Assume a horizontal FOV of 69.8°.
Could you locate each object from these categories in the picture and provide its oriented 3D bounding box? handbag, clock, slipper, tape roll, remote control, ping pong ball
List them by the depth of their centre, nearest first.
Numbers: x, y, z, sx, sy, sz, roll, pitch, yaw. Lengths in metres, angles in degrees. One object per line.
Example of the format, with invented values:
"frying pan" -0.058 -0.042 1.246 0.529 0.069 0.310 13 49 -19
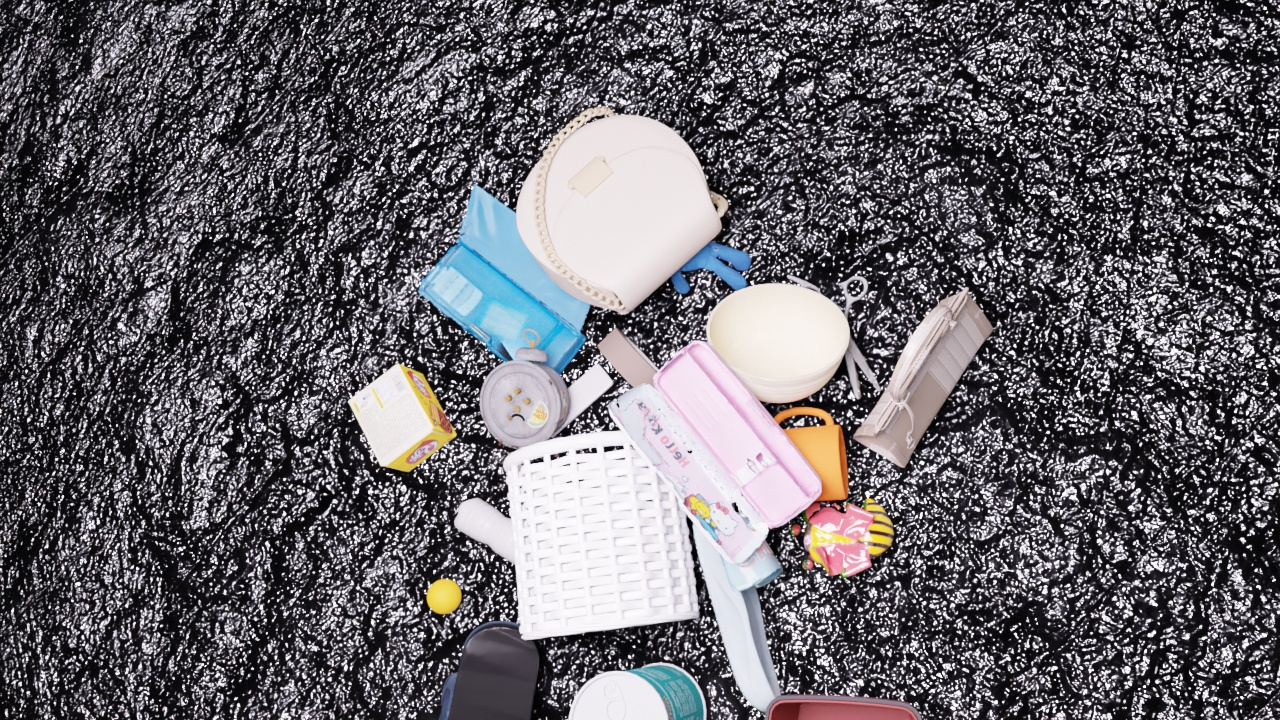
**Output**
"handbag" 0.273 0.003 0.897 0.062 0.198 0.175 32 88 23
"slipper" 0.114 0.233 0.948 0.074 0.104 0.245 -17 77 12
"slipper" -0.173 0.402 1.017 0.109 0.083 0.266 13 98 -8
"handbag" -0.027 -0.168 1.047 0.210 0.103 0.208 -42 64 -4
"tape roll" -0.006 0.006 1.049 0.030 0.093 0.093 -44 67 3
"clock" -0.133 0.036 1.073 0.104 0.056 0.148 8 98 20
"ping pong ball" -0.232 0.279 1.083 0.040 0.040 0.040 -5 74 18
"remote control" -0.089 0.058 1.107 0.131 0.012 0.033 -41 69 5

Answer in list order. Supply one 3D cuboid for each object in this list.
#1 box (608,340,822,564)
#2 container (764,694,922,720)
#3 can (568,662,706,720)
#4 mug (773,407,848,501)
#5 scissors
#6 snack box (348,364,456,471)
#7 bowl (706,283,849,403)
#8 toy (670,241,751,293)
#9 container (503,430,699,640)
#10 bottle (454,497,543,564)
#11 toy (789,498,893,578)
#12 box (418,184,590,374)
"box" 0.074 0.088 0.903 0.111 0.101 0.201 -42 82 22
"container" 0.185 0.370 0.829 0.148 0.201 0.127 -3 75 18
"can" 0.001 0.361 0.925 0.099 0.144 0.099 -5 74 18
"mug" 0.168 0.097 0.981 0.096 0.078 0.112 -6 51 17
"scissors" 0.215 -0.032 1.027 0.131 0.014 0.153 8 76 20
"snack box" -0.297 0.073 1.148 0.084 0.061 0.105 -37 67 6
"bowl" 0.147 -0.007 0.997 0.151 0.075 0.150 -2 44 2
"toy" 0.040 -0.116 1.082 0.176 0.071 0.112 10 68 21
"container" -0.041 0.186 0.963 0.189 0.189 0.186 -12 73 15
"bottle" -0.155 0.207 1.073 0.136 0.044 0.044 25 85 23
"toy" 0.212 0.184 0.956 0.103 0.046 0.084 -19 57 8
"box" -0.158 -0.091 1.148 0.232 0.060 0.175 38 106 23
